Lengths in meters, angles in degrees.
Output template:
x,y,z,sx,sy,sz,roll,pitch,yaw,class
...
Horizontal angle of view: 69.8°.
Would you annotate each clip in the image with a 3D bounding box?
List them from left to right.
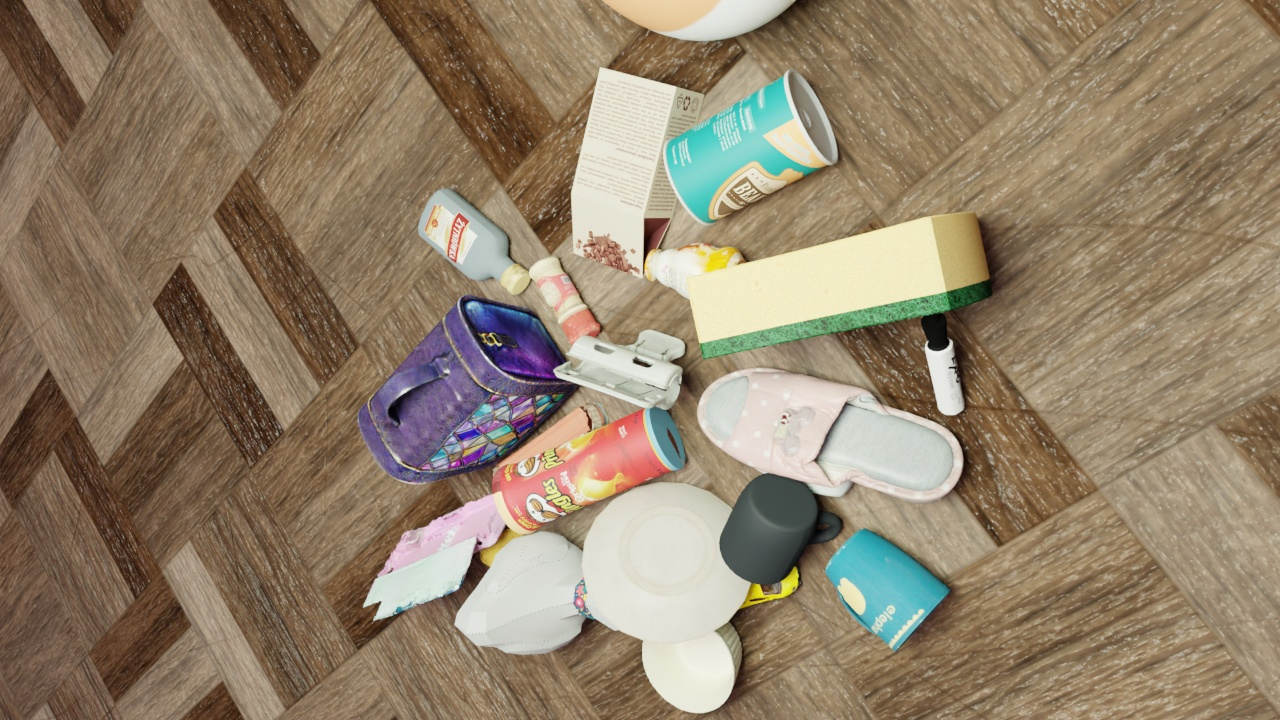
x,y,z,sx,sy,sz,roll,pitch,yaw,class
-0.006,0.006,1.001,0.125,0.147,0.082,21,115,25,clip

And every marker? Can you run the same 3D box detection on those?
x,y,z,sx,sy,sz,roll,pitch,yaw,class
0.284,0.002,0.863,0.025,0.025,0.126,0,136,29,marker

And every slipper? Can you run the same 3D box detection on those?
x,y,z,sx,sy,sz,roll,pitch,yaw,class
0.185,0.072,0.931,0.275,0.054,0.114,14,75,22,slipper

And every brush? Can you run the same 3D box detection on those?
x,y,z,sx,sy,sz,roll,pitch,yaw,class
0.186,-0.069,0.849,0.251,0.194,0.075,-12,92,30,brush

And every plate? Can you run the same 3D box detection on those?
x,y,z,sx,sy,sz,roll,pitch,yaw,class
0.029,0.212,1.003,0.189,0.188,0.027,30,152,22,plate

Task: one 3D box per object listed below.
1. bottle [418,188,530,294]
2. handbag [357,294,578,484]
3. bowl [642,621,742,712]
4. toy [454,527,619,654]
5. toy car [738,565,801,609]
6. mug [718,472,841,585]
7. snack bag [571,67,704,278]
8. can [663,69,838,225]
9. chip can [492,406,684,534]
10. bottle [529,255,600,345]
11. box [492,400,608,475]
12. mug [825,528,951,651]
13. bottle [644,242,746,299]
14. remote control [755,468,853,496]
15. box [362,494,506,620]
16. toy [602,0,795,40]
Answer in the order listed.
x,y,z,sx,sy,sz,roll,pitch,yaw,class
-0.204,-0.141,1.142,0.161,0.046,0.072,40,115,18,bottle
-0.207,0.034,1.065,0.205,0.221,0.125,-43,68,26,handbag
0.067,0.337,1.057,0.115,0.062,0.115,5,100,29,bowl
-0.099,0.276,1.080,0.268,0.246,0.141,-2,99,52,toy
0.129,0.249,1.028,0.107,0.030,0.049,-26,84,29,toy car
0.153,0.175,0.966,0.095,0.121,0.085,106,163,-44,mug
-0.012,-0.203,1.011,0.094,0.069,0.206,23,108,25,snack bag
0.110,-0.211,0.924,0.144,0.099,0.099,-23,86,30,can
-0.061,0.126,1.063,0.214,0.087,0.087,-25,85,19,chip can
-0.091,-0.071,1.092,0.044,0.044,0.109,-38,78,28,bottle
-0.118,0.109,1.136,0.058,0.053,0.187,41,122,-18,box
0.243,0.237,0.940,0.104,0.084,0.112,42,144,24,mug
0.059,-0.096,0.992,0.109,0.063,0.063,12,104,28,bottle
0.173,0.107,0.980,0.114,0.028,0.060,18,106,26,remote control
-0.266,0.256,1.171,0.231,0.158,0.035,-28,113,36,box
0.038,-0.432,0.831,0.266,0.280,0.263,20,109,55,toy
